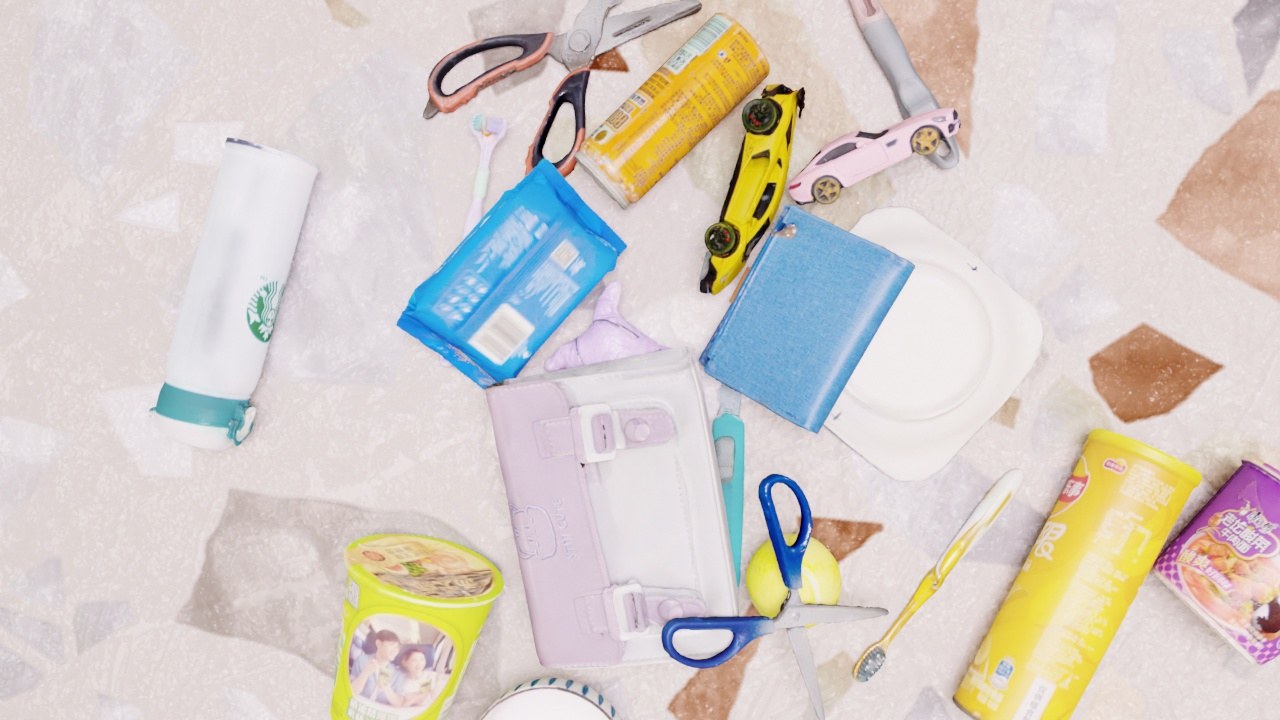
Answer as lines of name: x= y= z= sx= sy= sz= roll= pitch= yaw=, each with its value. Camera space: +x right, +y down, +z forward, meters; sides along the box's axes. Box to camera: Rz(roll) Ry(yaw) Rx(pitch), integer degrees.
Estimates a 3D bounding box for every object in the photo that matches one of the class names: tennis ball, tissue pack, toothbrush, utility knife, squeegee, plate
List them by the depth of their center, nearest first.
tennis ball: x=0.106 y=0.153 z=0.637 sx=0.065 sy=0.065 sz=0.065 roll=0 pitch=88 yaw=5
toothbrush: x=0.212 y=0.153 z=0.650 sx=0.016 sy=0.018 sz=0.191 roll=38 pitch=92 yaw=4
plate: x=0.187 y=-0.013 z=0.650 sx=0.164 sy=0.034 sz=0.163 roll=39 pitch=92 yaw=5
squeegee: x=0.164 y=-0.247 z=0.656 sx=0.248 sy=0.040 sz=0.249 roll=-28 pitch=92 yaw=16
tissue pack: x=-0.091 y=-0.059 z=0.657 sx=0.095 sy=0.052 sz=0.157 roll=41 pitch=94 yaw=-24
utility knife: x=0.062 y=0.078 z=0.669 sx=0.029 sy=0.013 sz=0.223 roll=2 pitch=89 yaw=6
toothbrush: x=-0.128 y=-0.087 z=0.682 sx=0.029 sy=0.021 sz=0.189 roll=12 pitch=96 yaw=11

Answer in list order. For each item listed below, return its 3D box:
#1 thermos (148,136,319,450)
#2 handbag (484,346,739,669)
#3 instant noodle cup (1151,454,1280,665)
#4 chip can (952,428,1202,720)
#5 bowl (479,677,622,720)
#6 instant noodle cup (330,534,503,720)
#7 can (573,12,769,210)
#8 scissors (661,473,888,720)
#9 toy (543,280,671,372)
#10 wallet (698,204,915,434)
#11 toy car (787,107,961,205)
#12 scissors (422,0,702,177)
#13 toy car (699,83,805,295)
thermos: x=-0.300 y=-0.046 z=0.682 sx=0.073 sy=0.073 sz=0.224 roll=15 pitch=90 yaw=6
handbag: x=-0.017 y=0.099 z=0.612 sx=0.145 sy=0.098 sz=0.197 roll=-10 pitch=97 yaw=9
instant noodle cup: x=0.400 y=0.134 z=0.592 sx=0.111 sy=0.111 sz=0.099 roll=45 pitch=100 yaw=5
chip can: x=0.291 y=0.154 z=0.616 sx=0.072 sy=0.072 sz=0.213 roll=27 pitch=91 yaw=6
bowl: x=-0.061 y=0.279 z=0.649 sx=0.116 sy=0.066 sz=0.116 roll=0 pitch=88 yaw=4
instant noodle cup: x=-0.166 y=0.201 z=0.647 sx=0.112 sy=0.111 sz=0.123 roll=17 pitch=98 yaw=6
can: x=0.022 y=-0.178 z=0.658 sx=0.146 sy=0.058 sz=0.058 roll=-43 pitch=85 yaw=3
scissors: x=0.088 y=0.159 z=0.587 sx=0.162 sy=0.012 sz=0.173 roll=-18 pitch=100 yaw=-23
toy: x=-0.004 y=0.004 z=0.664 sx=0.108 sy=0.039 sz=0.084 roll=37 pitch=96 yaw=5
wallet: x=0.110 y=-0.030 z=0.631 sx=0.106 sy=0.040 sz=0.133 roll=31 pitch=95 yaw=28
toy car: x=0.158 y=-0.144 z=0.633 sx=0.123 sy=0.056 sz=0.037 roll=-24 pitch=103 yaw=23
scissors: x=-0.061 y=-0.223 z=0.690 sx=0.189 sy=0.015 sz=0.227 roll=14 pitch=89 yaw=6
toy car: x=0.078 y=-0.118 z=0.645 sx=0.041 sy=0.071 sz=0.156 roll=20 pitch=93 yaw=9
